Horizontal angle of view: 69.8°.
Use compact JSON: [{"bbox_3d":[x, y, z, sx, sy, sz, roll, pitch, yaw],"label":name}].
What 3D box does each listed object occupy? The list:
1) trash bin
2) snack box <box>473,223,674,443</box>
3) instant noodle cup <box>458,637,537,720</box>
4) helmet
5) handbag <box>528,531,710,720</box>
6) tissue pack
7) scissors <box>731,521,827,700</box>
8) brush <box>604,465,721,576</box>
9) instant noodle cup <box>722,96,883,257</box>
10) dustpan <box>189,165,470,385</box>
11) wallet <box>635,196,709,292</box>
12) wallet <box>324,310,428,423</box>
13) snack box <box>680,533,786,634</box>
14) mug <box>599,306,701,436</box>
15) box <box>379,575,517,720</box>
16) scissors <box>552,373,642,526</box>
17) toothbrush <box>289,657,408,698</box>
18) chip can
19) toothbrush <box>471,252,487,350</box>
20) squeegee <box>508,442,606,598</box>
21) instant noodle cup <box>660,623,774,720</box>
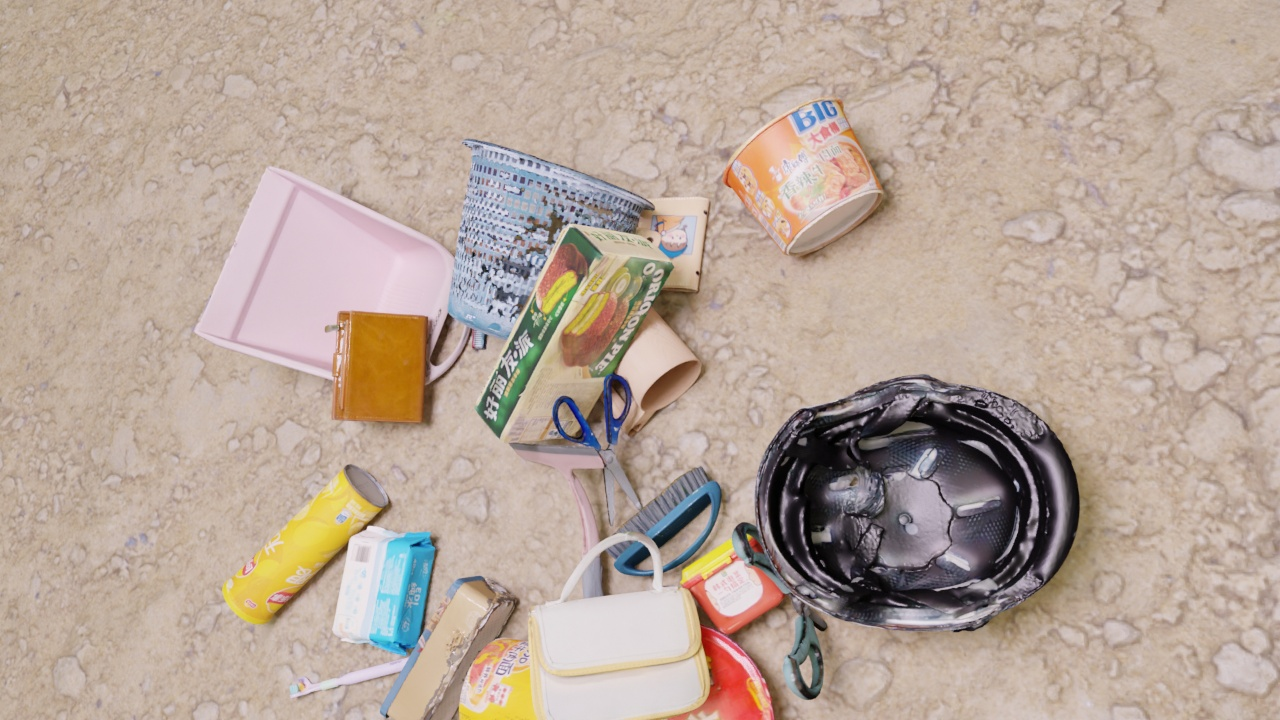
[{"bbox_3d":[-0.120,-0.121,1.042,0.227,0.226,0.195,22,97,23],"label":"trash bin"},{"bbox_3d":[-0.072,-0.023,0.957,0.063,0.114,0.241,45,118,31],"label":"snack box"},{"bbox_3d":[-0.111,0.354,0.949,0.110,0.138,0.138,7,78,29],"label":"instant noodle cup"},{"bbox_3d":[0.246,0.142,0.862,0.274,0.157,0.229,-11,71,5],"label":"helmet"},{"bbox_3d":[-0.025,0.254,0.872,0.163,0.063,0.178,-4,71,-13],"label":"handbag"},{"bbox_3d":[-0.295,0.265,1.066,0.090,0.063,0.140,2,76,21],"label":"tissue pack"},{"bbox_3d":[0.132,0.223,0.866,0.019,0.169,0.180,-31,101,23],"label":"scissors"},{"bbox_3d":[0.031,0.181,0.979,0.144,0.055,0.073,-40,66,5],"label":"brush"},{"bbox_3d":[0.179,-0.189,0.981,0.151,0.151,0.111,-31,77,9],"label":"instant noodle cup"},{"bbox_3d":[-0.347,-0.083,1.102,0.139,0.273,0.222,13,83,47],"label":"dustpan"},{"bbox_3d":[0.032,-0.137,1.081,0.087,0.024,0.115,5,78,15],"label":"wallet"},{"bbox_3d":[-0.314,0.007,1.087,0.119,0.035,0.130,4,89,-18],"label":"wallet"},{"bbox_3d":[0.098,0.225,0.934,0.091,0.082,0.080,-35,77,11],"label":"snack box"},{"bbox_3d":[-0.006,0.006,1.032,0.103,0.084,0.125,52,120,24],"label":"mug"},{"bbox_3d":[-0.211,0.328,1.008,0.059,0.090,0.184,31,86,17],"label":"box"},{"bbox_3d":[-0.043,0.096,0.983,0.012,0.156,0.165,14,88,57],"label":"scissors"},{"bbox_3d":[-0.328,0.366,1.072,0.189,0.021,0.029,-18,31,16],"label":"toothbrush"},{"bbox_3d":[-0.405,0.223,1.112,0.213,0.072,0.072,-43,67,3],"label":"chip can"},{"bbox_3d":[-0.197,-0.104,1.154,0.017,0.016,0.187,0,76,11],"label":"toothbrush"},{"bbox_3d":[-0.061,0.206,0.989,0.040,0.248,0.249,-13,93,-28],"label":"squeegee"},{"bbox_3d":[0.044,0.362,0.923,0.194,0.066,0.193,-5,75,17],"label":"instant noodle cup"}]
